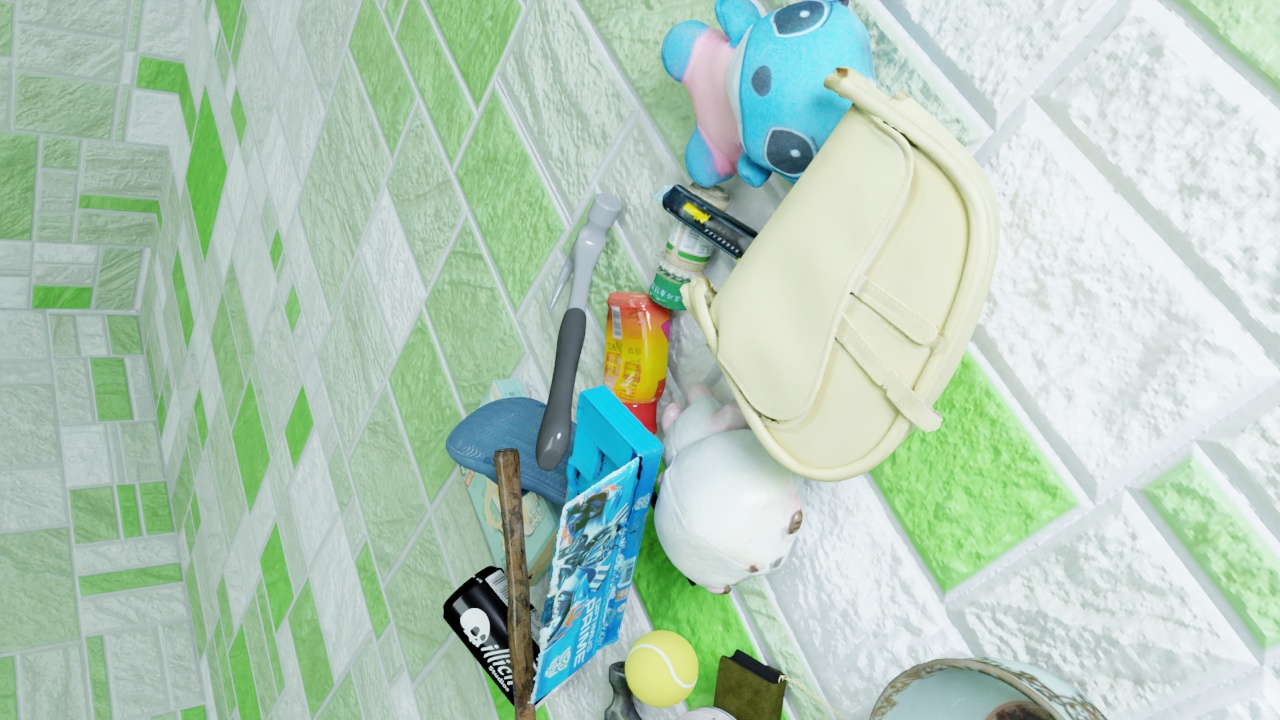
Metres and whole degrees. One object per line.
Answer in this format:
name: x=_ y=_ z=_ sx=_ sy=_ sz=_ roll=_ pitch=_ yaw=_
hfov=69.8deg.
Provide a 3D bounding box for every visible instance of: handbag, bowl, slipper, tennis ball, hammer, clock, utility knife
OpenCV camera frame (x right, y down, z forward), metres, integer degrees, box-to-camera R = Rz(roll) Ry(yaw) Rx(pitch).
handbag: x=0.133 y=-0.045 z=0.590 sx=0.191 sy=0.088 sz=0.233 roll=40 pitch=118 yaw=11
bowl: x=0.220 y=0.244 z=0.528 sx=0.160 sy=0.093 sz=0.160 roll=3 pitch=94 yaw=52
slipper: x=-0.104 y=0.097 z=0.941 sx=0.214 sy=0.103 sz=0.059 roll=18 pitch=145 yaw=30
tennis ball: x=0.019 y=0.273 z=0.815 sx=0.065 sy=0.065 sz=0.065 roll=3 pitch=94 yaw=52
hammer: x=-0.113 y=0.249 z=0.868 sx=0.120 sy=0.033 sz=0.330 roll=180 pitch=86 yaw=-73
hammer: x=0.075 y=0.377 z=0.777 sx=0.334 sy=0.033 sz=0.133 roll=9 pitch=97 yaw=51
clock: x=0.037 y=0.356 z=0.754 sx=0.158 sy=0.058 sz=0.116 roll=-42 pitch=61 yaw=44
handbag: x=0.131 y=0.295 z=0.711 sx=0.178 sy=0.027 sz=0.084 roll=18 pitch=107 yaw=45
hammer: x=-0.062 y=-0.021 z=0.815 sx=0.310 sy=0.029 sz=0.125 roll=-85 pitch=19 yaw=-49
utility knife: x=0.071 y=-0.098 z=0.727 sx=0.174 sy=0.020 sz=0.029 roll=38 pitch=116 yaw=31

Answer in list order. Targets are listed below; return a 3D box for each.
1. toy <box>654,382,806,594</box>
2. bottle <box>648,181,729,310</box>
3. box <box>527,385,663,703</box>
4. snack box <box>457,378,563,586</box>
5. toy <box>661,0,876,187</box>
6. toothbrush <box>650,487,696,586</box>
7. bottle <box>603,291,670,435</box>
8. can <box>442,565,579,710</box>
toy: x=0.059 y=0.096 z=0.737 sx=0.139 sy=0.101 sz=0.179 roll=-53 pitch=36 yaw=31
bottle: x=0.042 y=-0.099 z=0.788 sx=0.042 sy=0.042 sz=0.110 roll=43 pitch=123 yaw=43
box: x=-0.060 y=0.158 z=0.775 sx=0.114 sy=0.113 sz=0.244 roll=45 pitch=137 yaw=39
snack box: x=-0.142 y=0.139 z=1.035 sx=0.142 sy=0.044 sz=0.193 roll=-56 pitch=51 yaw=39
toy: x=0.092 y=-0.183 z=0.681 sx=0.192 sy=0.098 sz=0.224 roll=15 pitch=113 yaw=56
toothbrush: x=0.012 y=0.126 z=0.861 sx=0.017 sy=0.014 sz=0.188 roll=-48 pitch=55 yaw=32
bottle: x=-0.005 y=0.005 z=0.848 sx=0.071 sy=0.048 sz=0.134 roll=13 pitch=102 yaw=52
can: x=-0.138 y=0.296 z=0.975 sx=0.146 sy=0.080 sz=0.080 roll=47 pitch=130 yaw=12
